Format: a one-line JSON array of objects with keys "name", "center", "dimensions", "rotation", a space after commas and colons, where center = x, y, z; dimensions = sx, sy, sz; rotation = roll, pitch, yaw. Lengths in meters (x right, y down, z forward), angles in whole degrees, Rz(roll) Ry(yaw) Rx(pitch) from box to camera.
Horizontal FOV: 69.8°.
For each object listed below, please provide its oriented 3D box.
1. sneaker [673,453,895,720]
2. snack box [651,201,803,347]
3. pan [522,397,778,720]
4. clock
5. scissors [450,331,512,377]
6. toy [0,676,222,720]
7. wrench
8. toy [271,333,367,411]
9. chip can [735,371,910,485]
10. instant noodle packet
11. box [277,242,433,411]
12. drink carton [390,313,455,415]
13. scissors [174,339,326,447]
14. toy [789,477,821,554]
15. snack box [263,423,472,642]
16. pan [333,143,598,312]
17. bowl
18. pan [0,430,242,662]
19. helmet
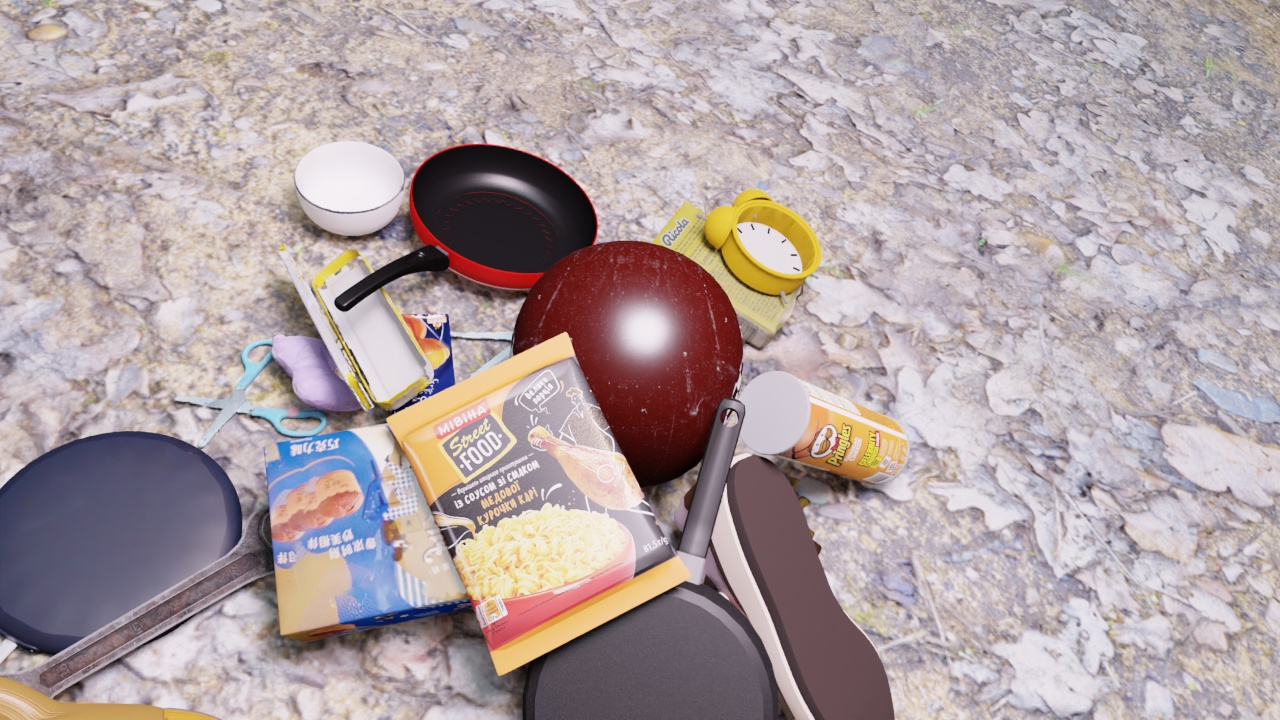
[{"name": "sneaker", "center": [0.112, 0.236, 0.812], "dimensions": [0.111, 0.117, 0.293], "rotation": [-20, 80, -46]}, {"name": "snack box", "center": [0.096, -0.099, 1.074], "dimensions": [0.181, 0.045, 0.121], "rotation": [32, 49, 4]}, {"name": "pan", "center": [0.028, 0.199, 0.730], "dimensions": [0.204, 0.044, 0.355], "rotation": [16, 81, 6]}, {"name": "clock", "center": [0.139, -0.140, 1.059], "dimensions": [0.152, 0.052, 0.113], "rotation": [46, 51, 10]}, {"name": "scissors", "center": [-0.120, -0.031, 0.981], "dimensions": [0.170, 0.028, 0.138], "rotation": [1, 57, -21]}, {"name": "toy", "center": [-0.365, 0.288, 0.590], "dimensions": [0.203, 0.163, 0.198], "rotation": [0, 71, -30]}, {"name": "wrench", "center": [-0.371, 0.196, 0.715], "dimensions": [0.272, 0.010, 0.070], "rotation": [-31, 85, -39]}, {"name": "toy", "center": [-0.304, 0.013, 0.871], "dimensions": [0.080, 0.036, 0.099], "rotation": [15, 27, -48]}, {"name": "chip can", "center": [0.181, 0.070, 0.885], "dimensions": [0.214, 0.075, 0.075], "rotation": [20, 41, -48]}, {"name": "instant noodle packet", "center": [-0.083, 0.106, 0.718], "dimensions": [0.159, 0.032, 0.220], "rotation": [-26, 76, -6]}, {"name": "box", "center": [-0.270, -0.043, 0.879], "dimensions": [0.080, 0.079, 0.209], "rotation": [-27, 53, -15]}, {"name": "drink carton", "center": [-0.214, 0.017, 0.898], "dimensions": [0.064, 0.040, 0.130], "rotation": [-2, 55, -17]}, {"name": "scissors", "center": [-0.361, 0.029, 0.864], "dimensions": [0.135, 0.015, 0.135], "rotation": [11, 51, -16]}, {"name": "toy", "center": [0.139, 0.163, 0.884], "dimensions": [0.076, 0.062, 0.100], "rotation": [3, 62, 31]}, {"name": "snack box", "center": [-0.193, 0.132, 0.758], "dimensions": [0.202, 0.069, 0.155], "rotation": [-10, 71, -9]}, {"name": "pan", "center": [-0.190, -0.124, 0.972], "dimensions": [0.209, 0.067, 0.354], "rotation": [37, 47, 10]}, {"name": "bowl", "center": [-0.313, -0.178, 0.995], "dimensions": [0.113, 0.063, 0.113], "rotation": [6, 53, -8]}, {"name": "pan", "center": [-0.466, 0.197, 0.706], "dimensions": [0.199, 0.021, 0.355], "rotation": [27, 52, 4]}, {"name": "helmet", "center": [-0.006, 0.006, 0.874], "dimensions": [0.233, 0.254, 0.233], "rotation": [7, 61, -1]}]
